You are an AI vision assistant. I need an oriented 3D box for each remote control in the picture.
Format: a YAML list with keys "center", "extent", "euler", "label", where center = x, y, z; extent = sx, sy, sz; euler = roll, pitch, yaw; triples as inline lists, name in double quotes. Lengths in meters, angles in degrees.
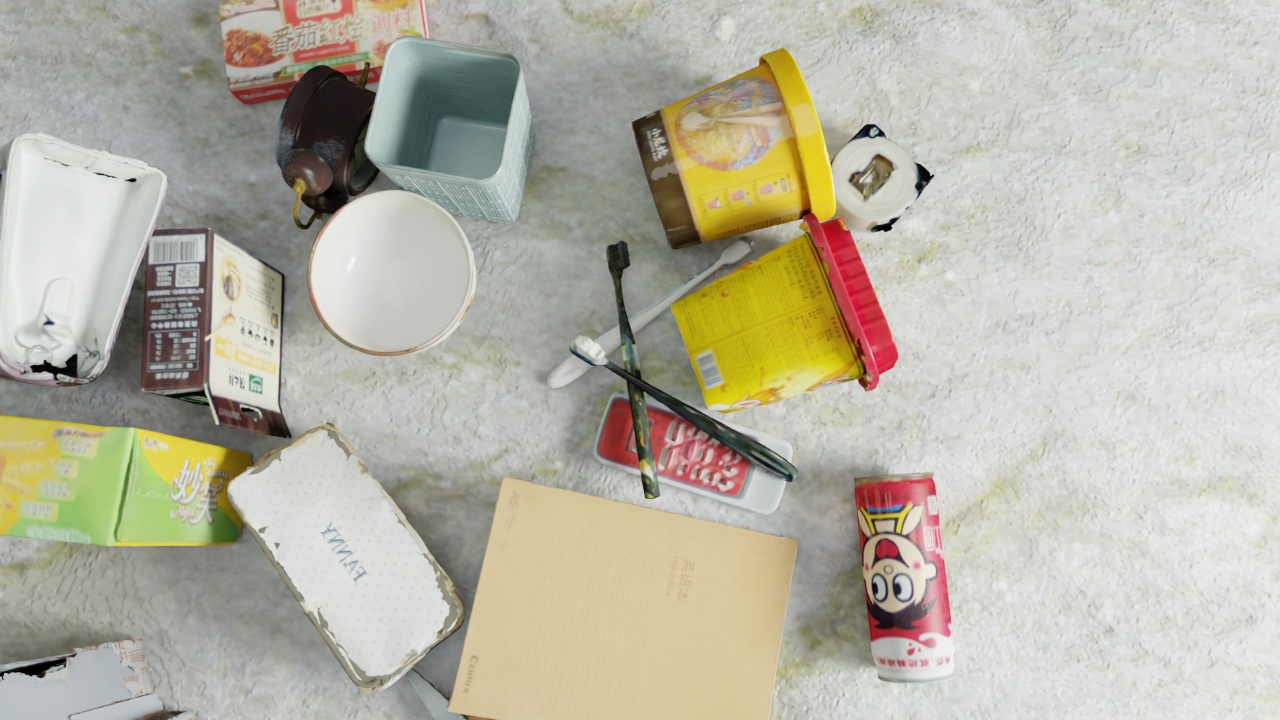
- center: [0.037, 0.064, 0.643]
  extent: [0.136, 0.020, 0.055]
  euler: [17, 81, 5]
  label: "remote control"

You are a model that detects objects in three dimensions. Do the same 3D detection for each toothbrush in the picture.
- center: [0.031, 0.033, 0.622]
  extent: [0.181, 0.018, 0.015]
  euler: [32, 70, -3]
  label: "toothbrush"
- center: [0.008, -0.034, 0.664]
  extent: [0.180, 0.016, 0.016]
  euler: [-35, 77, -2]
  label: "toothbrush"
- center: [-0.004, 0.004, 0.638]
  extent: [0.012, 0.017, 0.185]
  euler: [4, 71, -41]
  label: "toothbrush"

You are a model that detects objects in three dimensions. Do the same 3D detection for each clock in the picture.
- center: [-0.221, -0.151, 0.654]
  extent: [0.055, 0.082, 0.121]
  euler: [23, 80, -1]
  label: "clock"

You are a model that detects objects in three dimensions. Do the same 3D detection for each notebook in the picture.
- center: [-0.006, 0.171, 0.606]
  extent: [0.211, 0.012, 0.149]
  euler: [14, 79, -11]
  label: "notebook"

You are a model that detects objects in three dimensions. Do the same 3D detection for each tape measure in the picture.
- center: [0.166, -0.127, 0.663]
  extent: [0.066, 0.033, 0.066]
  euler: [41, 84, 9]
  label: "tape measure"

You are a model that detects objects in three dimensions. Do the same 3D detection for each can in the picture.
- center: [0.175, 0.142, 0.610]
  extent: [0.053, 0.053, 0.132]
  euler: [-4, 81, 1]
  label: "can"

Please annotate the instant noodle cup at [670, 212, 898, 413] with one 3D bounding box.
- center: [0.094, -0.021, 0.615]
  extent: [0.124, 0.116, 0.116]
  euler: [-22, 80, 10]
  label: "instant noodle cup"

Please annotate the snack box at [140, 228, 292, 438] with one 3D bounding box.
- center: [-0.280, -0.013, 0.617]
  extent: [0.053, 0.113, 0.125]
  euler: [-2, 80, 2]
  label: "snack box"

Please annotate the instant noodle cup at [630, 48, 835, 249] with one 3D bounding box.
- center: [0.061, -0.137, 0.631]
  extent: [0.114, 0.118, 0.118]
  euler: [-18, 81, 7]
  label: "instant noodle cup"

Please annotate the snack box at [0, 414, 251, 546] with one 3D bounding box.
- center: [-0.384, 0.074, 0.584]
  extent: [0.210, 0.158, 0.070]
  euler: [6, 79, 3]
  label: "snack box"

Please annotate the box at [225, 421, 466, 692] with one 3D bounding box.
- center: [-0.198, 0.125, 0.612]
  extent: [0.089, 0.060, 0.184]
  euler: [-33, 78, -20]
  label: "box"

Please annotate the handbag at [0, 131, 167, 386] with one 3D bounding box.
- center: [-0.392, -0.057, 0.589]
  extent: [0.197, 0.098, 0.145]
  euler: [1, 86, 47]
  label: "handbag"

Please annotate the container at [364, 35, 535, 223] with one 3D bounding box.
- center: [-0.123, -0.152, 0.636]
  extent: [0.090, 0.111, 0.090]
  euler: [10, 82, 3]
  label: "container"

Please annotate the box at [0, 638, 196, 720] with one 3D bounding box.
- center: [-0.365, 0.280, 0.543]
  extent: [0.156, 0.183, 0.193]
  euler: [-17, 78, -1]
  label: "box"

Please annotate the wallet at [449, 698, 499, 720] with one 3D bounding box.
- center: [-0.064, 0.235, 0.621]
  extent: [0.101, 0.020, 0.115]
  euler: [44, 87, 9]
  label: "wallet"

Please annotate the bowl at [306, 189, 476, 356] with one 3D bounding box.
- center: [-0.168, -0.057, 0.645]
  extent: [0.113, 0.062, 0.113]
  euler: [0, 87, 1]
  label: "bowl"

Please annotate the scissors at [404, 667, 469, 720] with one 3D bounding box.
- center: [-0.079, 0.292, 0.593]
  extent: [0.222, 0.022, 0.210]
  euler: [-6, 77, 6]
  label: "scissors"

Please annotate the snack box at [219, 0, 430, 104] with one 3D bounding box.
- center: [-0.238, -0.246, 0.697]
  extent: [0.153, 0.025, 0.075]
  euler: [-10, 81, 0]
  label: "snack box"
